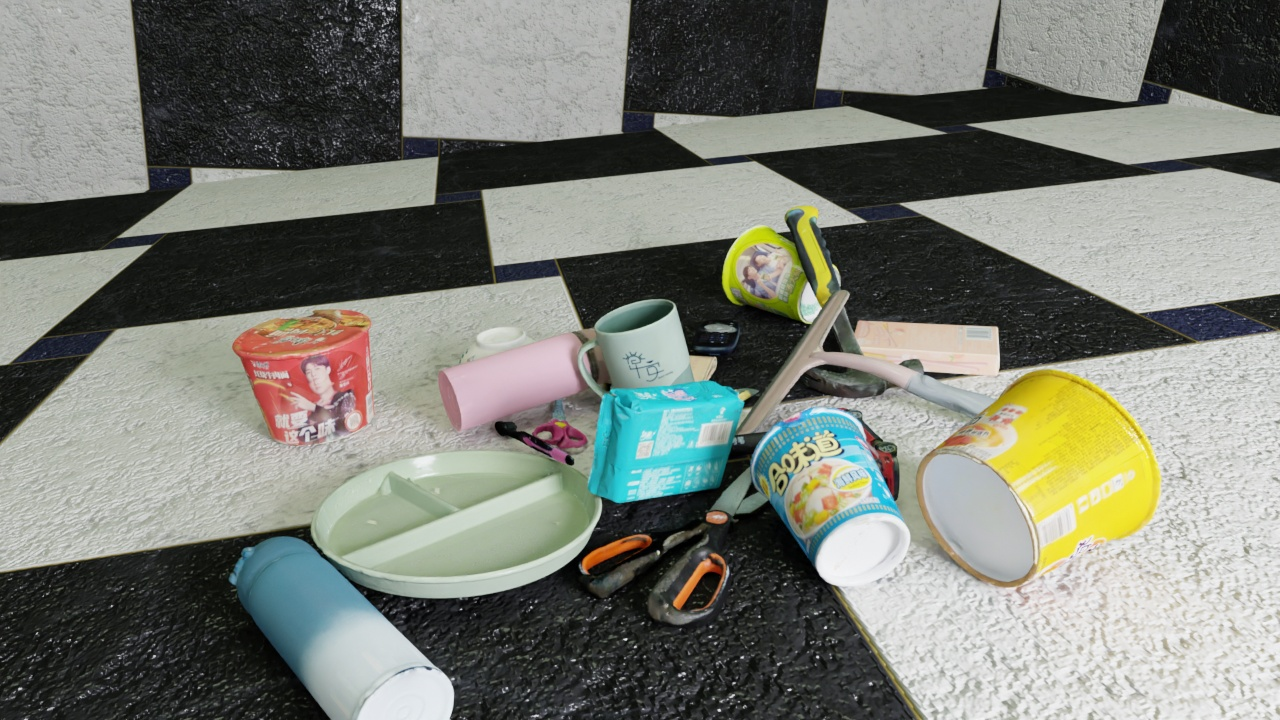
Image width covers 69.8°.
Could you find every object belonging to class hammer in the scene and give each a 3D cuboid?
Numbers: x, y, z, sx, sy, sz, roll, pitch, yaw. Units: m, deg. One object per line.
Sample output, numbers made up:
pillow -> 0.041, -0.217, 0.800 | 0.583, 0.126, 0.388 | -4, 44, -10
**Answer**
hammer -> 0.215, -0.077, 1.060 | 0.126, 0.032, 0.322 | -9, 44, 1

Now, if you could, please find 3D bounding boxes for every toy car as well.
toy car -> 0.184, 0.082, 0.792 | 0.045, 0.053, 0.120 | -10, 20, -11

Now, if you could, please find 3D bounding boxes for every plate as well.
plate -> -0.146, 0.127, 0.745 | 0.230, 0.027, 0.230 | 0, 18, 0

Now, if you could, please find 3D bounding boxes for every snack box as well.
snack box -> 0.320, -0.016, 1.035 | 0.157, 0.026, 0.084 | 3, 24, 19

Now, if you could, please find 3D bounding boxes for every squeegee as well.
squeegee -> 0.256, 0.022, 0.896 | 0.250, 0.040, 0.246 | 19, 48, 26

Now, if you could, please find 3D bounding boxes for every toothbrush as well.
toothbrush -> -0.099, 0.076, 0.864 | 0.017, 0.014, 0.189 | -6, 9, -28

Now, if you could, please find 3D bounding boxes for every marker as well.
marker -> 0.058, 0.082, 0.856 | 0.132, 0.020, 0.022 | -6, -7, -1

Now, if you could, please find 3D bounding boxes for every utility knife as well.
utility knife -> 0.060, 0.058, 0.927 | 0.031, 0.018, 0.165 | 5, 27, 46

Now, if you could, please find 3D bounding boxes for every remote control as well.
remote control -> 0.090, -0.024, 1.095 | 0.053, 0.024, 0.136 | 1, 16, 10

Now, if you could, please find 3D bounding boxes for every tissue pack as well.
tissue pack -> 0.019, 0.067, 0.771 | 0.133, 0.093, 0.050 | -3, 27, -35

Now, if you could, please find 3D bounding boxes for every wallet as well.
wallet -> 0.022, 0.014, 1.027 | 0.115, 0.024, 0.087 | 4, 18, 15

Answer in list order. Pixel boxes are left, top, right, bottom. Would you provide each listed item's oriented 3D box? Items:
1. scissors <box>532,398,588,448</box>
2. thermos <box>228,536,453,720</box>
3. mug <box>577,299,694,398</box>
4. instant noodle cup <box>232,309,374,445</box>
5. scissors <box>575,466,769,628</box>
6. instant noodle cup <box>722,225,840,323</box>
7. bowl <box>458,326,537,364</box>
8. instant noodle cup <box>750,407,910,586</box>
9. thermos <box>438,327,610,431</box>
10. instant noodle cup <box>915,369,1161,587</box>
scissors -> -0.084, 0.061, 0.939 | 0.056, 0.017, 0.133 | 8, 17, -9
thermos -> -0.204, 0.180, 0.607 | 0.070, 0.070, 0.221 | -21, 27, -35
mug -> -0.006, 0.005, 0.932 | 0.112, 0.106, 0.082 | -13, 23, 7
instant noodle cup -> -0.344, 0.019, 0.963 | 0.138, 0.109, 0.137 | -4, 22, 1
scissors -> 0.040, 0.133, 0.730 | 0.190, 0.022, 0.228 | -1, 23, 8
instant noodle cup -> 0.187, -0.104, 1.185 | 0.111, 0.112, 0.123 | -20, 36, -34
bowl -> -0.155, -0.001, 1.042 | 0.113, 0.062, 0.113 | -3, 21, 1
instant noodle cup -> 0.144, 0.106, 0.686 | 0.099, 0.099, 0.109 | -8, 36, -9
thermos -> -0.111, 0.012, 0.967 | 0.198, 0.067, 0.087 | -19, 14, -26
instant noodle cup -> 0.276, 0.091, 0.660 | 0.109, 0.138, 0.138 | -25, 29, -23
